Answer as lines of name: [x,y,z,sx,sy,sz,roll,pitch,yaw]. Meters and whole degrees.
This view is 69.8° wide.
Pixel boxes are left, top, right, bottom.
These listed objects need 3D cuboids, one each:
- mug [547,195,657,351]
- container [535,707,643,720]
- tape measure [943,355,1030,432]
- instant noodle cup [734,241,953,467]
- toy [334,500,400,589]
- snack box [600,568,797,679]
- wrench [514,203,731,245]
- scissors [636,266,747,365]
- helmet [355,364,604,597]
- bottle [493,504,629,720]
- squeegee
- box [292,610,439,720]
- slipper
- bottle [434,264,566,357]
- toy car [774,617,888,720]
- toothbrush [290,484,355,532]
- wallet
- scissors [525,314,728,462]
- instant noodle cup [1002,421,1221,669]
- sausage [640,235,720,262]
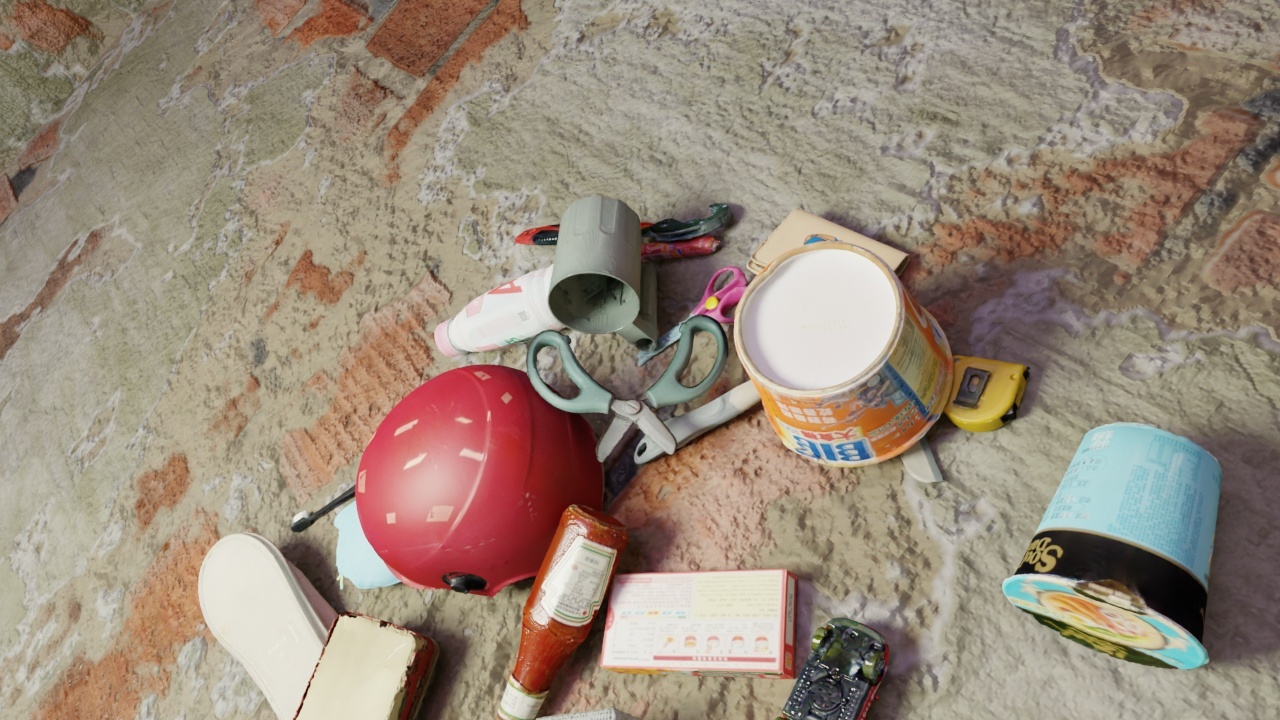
mug: [-0.027,-0.079,0.862,0.084,0.124,0.103,-26,43,32]
container: [-0.031,0.319,0.660,0.090,0.090,0.114,-17,52,24]
tape measure: [0.251,0.023,0.681,0.060,0.029,0.057,12,72,38]
instant noodle cup: [0.143,-0.009,0.673,0.152,0.111,0.151,-12,62,23]
toy: [-0.238,0.171,0.910,0.161,0.050,0.156,29,73,36]
snack box: [0.044,0.204,0.715,0.156,0.027,0.076,-9,59,30]
wrench: [-0.029,-0.137,0.962,0.274,0.016,0.056,0,34,36]
scissors: [0.049,-0.032,0.861,0.135,0.017,0.063,-38,57,15]
helmet: [-0.162,0.096,0.819,0.240,0.144,0.206,-17,55,8]
bottle: [-0.073,0.221,0.753,0.060,0.059,0.206,23,90,40]
squeegee: [0.092,0.032,0.776,0.247,0.039,0.246,-26,52,20]
box: [-0.248,0.311,0.797,0.091,0.079,0.168,15,71,11]
slipper: [-0.356,0.277,0.922,0.274,0.054,0.114,38,91,30]
bottle: [-0.131,-0.049,0.958,0.197,0.068,0.068,-18,55,28]
toy car: [0.129,0.236,0.628,0.053,0.045,0.120,18,69,37]
toothbrush: [-0.315,0.141,1.002,0.181,0.015,0.018,-31,42,16]
wallet: [0.157,-0.084,0.787,0.115,0.024,0.087,31,67,30]
scissors: [-0.009,0.004,0.798,0.174,0.019,0.169,37,65,25]
instant noodle cup: [0.296,0.106,0.558,0.111,0.111,0.120,13,64,38]
sausage: [0.011,-0.109,0.926,0.156,0.020,0.020,-4,62,32]
